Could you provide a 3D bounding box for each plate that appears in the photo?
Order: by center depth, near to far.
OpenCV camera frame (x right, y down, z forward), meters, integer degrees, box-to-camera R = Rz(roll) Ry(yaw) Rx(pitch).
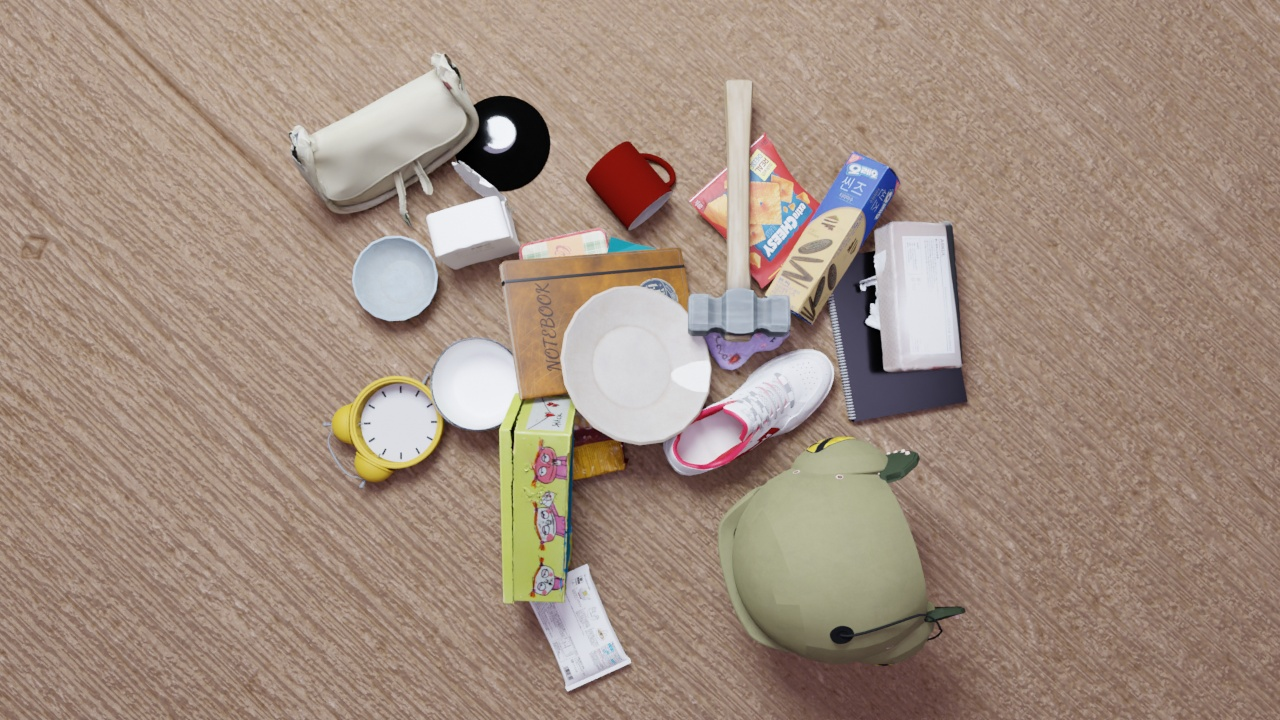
[{"bbox_3d":[-0.007,0.007,1.081,0.188,0.027,0.188,5,77,-21],"label":"plate"}]

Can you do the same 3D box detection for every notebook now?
[{"bbox_3d":[-0.038,-0.057,1.105,0.248,0.014,0.178,-7,86,-24],"label":"notebook"},{"bbox_3d":[0.318,-0.037,1.155,0.149,0.016,0.206,-10,88,0],"label":"notebook"}]

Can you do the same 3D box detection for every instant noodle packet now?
[{"bbox_3d":[-0.088,0.100,1.136,0.135,0.039,0.098,-11,107,1],"label":"instant noodle packet"},{"bbox_3d":[-0.079,0.333,1.143,0.087,0.026,0.134,-24,88,0],"label":"instant noodle packet"}]

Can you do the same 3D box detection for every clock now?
[{"bbox_3d":[-0.314,0.085,1.144,0.152,0.052,0.113,-31,88,-5],"label":"clock"}]

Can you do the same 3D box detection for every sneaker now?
[{"bbox_3d":[0.136,0.063,1.110,0.236,0.104,0.090,-28,88,0],"label":"sneaker"}]

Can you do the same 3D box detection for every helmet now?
[{"bbox_3d":[0.207,0.216,1.018,0.233,0.256,0.250,-16,87,-3],"label":"helmet"}]

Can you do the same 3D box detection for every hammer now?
[{"bbox_3d":[0.118,-0.182,1.102,0.117,0.051,0.322,1,80,2],"label":"hammer"}]

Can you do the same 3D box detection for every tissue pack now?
[{"bbox_3d":[0.330,-0.077,1.123,0.103,0.071,0.181,-4,90,-17],"label":"tissue pack"}]

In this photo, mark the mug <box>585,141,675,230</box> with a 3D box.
[{"bbox_3d":[-0.003,-0.225,1.144,0.105,0.073,0.082,-39,88,-29],"label":"mug"}]

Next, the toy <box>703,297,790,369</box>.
[{"bbox_3d":[0.129,-0.037,1.146,0.099,0.036,0.080,-32,96,0],"label":"toy"}]

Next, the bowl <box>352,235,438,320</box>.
[{"bbox_3d":[-0.304,-0.101,1.154,0.106,0.039,0.106,0,88,1],"label":"bowl"}]

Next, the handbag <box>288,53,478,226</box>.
[{"bbox_3d":[-0.291,-0.249,1.084,0.229,0.184,0.132,-29,87,1],"label":"handbag"}]

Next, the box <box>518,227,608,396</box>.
[{"bbox_3d":[-0.077,-0.055,1.145,0.117,0.050,0.205,-11,87,0],"label":"box"}]

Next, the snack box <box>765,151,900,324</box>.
[{"bbox_3d":[0.234,-0.149,1.118,0.056,0.057,0.207,35,97,35],"label":"snack box"}]

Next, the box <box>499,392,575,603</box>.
[{"bbox_3d":[-0.119,0.161,1.072,0.082,0.124,0.221,4,111,-1],"label":"box"}]

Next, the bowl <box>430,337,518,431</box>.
[{"bbox_3d":[-0.197,0.030,1.135,0.116,0.065,0.116,0,88,1],"label":"bowl"}]

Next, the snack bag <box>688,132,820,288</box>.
[{"bbox_3d":[0.154,-0.187,1.149,0.130,0.039,0.144,-42,97,-2],"label":"snack bag"}]

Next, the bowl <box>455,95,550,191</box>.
[{"bbox_3d":[-0.178,-0.280,1.151,0.124,0.052,0.124,0,88,1],"label":"bowl"}]

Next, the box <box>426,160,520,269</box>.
[{"bbox_3d":[-0.210,-0.190,1.122,0.103,0.110,0.130,-17,89,0],"label":"box"}]
